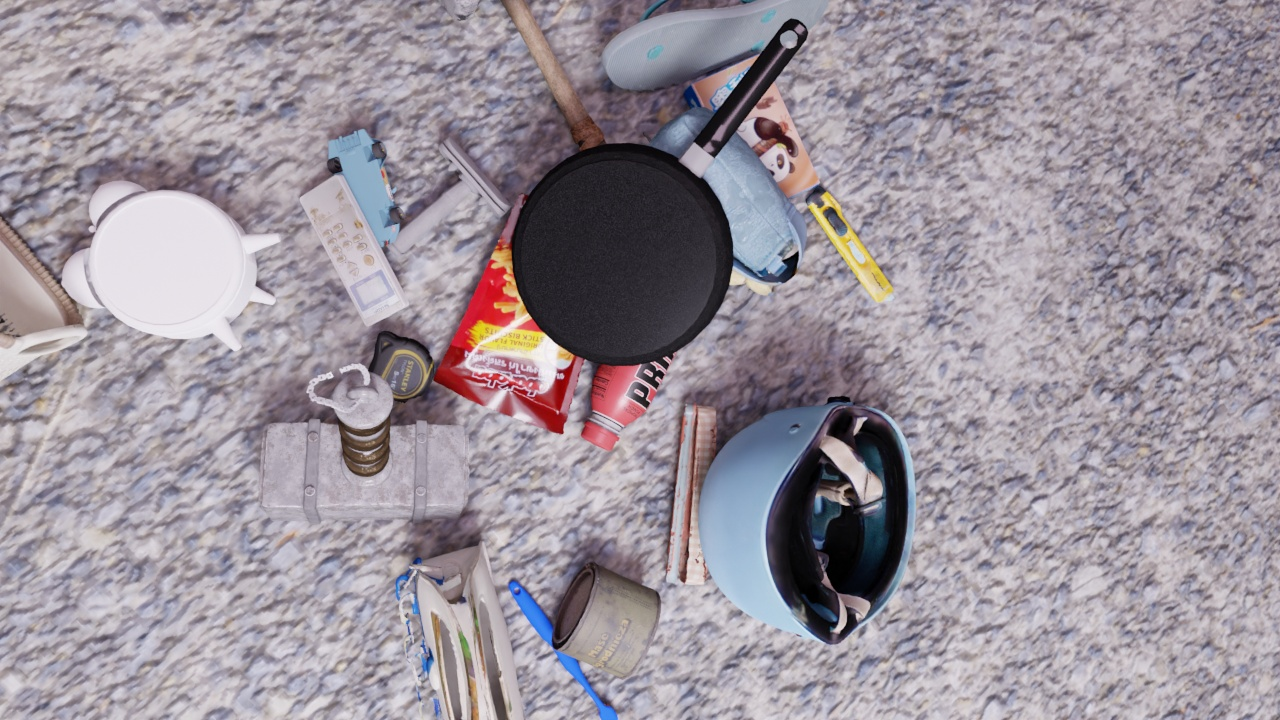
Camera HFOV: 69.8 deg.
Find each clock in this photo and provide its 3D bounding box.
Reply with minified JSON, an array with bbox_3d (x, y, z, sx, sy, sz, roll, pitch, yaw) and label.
[{"bbox_3d":[-0.410,-0.083,0.811,0.161,0.073,0.125,19,84,-7],"label":"clock"}]

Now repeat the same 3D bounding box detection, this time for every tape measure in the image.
[{"bbox_3d":[-0.227,0.008,0.869,0.061,0.034,0.062,20,96,-10],"label":"tape measure"}]

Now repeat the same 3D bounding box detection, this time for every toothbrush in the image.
[{"bbox_3d":[-0.077,0.293,0.915,0.016,0.018,0.182,-36,95,-13],"label":"toothbrush"}]

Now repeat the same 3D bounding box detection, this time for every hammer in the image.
[{"bbox_3d":[-0.216,0.064,0.724,0.176,0.327,0.079,2,71,-15],"label":"hammer"},{"bbox_3d":[-0.073,-0.263,0.913,0.121,0.049,0.319,-32,98,-16],"label":"hammer"}]

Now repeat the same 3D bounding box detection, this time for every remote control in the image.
[{"bbox_3d":[-0.268,-0.102,0.858,0.050,0.011,0.136,-24,96,23],"label":"remote control"}]

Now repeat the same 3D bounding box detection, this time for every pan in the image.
[{"bbox_3d":[0.028,-0.150,0.815,0.204,0.044,0.356,38,104,-3],"label":"pan"}]

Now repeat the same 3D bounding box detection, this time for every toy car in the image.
[{"bbox_3d":[-0.254,-0.159,0.863,0.060,0.027,0.108,-13,97,20],"label":"toy car"}]

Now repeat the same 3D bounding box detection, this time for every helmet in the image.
[{"bbox_3d":[0.162,0.145,0.894,0.265,0.167,0.225,-2,94,-44],"label":"helmet"}]

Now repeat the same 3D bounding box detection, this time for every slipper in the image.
[{"bbox_3d":[0.070,-0.339,0.938,0.268,0.098,0.054,-21,70,-22],"label":"slipper"}]

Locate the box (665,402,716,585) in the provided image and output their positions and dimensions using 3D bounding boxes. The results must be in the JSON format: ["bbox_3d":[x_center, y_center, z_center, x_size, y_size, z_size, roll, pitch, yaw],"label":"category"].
[{"bbox_3d":[0.057,0.136,0.936,0.059,0.056,0.186,8,86,-56],"label":"box"}]

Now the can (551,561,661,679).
[{"bbox_3d":[-0.034,0.250,0.886,0.074,0.090,0.089,28,82,-13],"label":"can"}]

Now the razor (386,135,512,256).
[{"bbox_3d":[-0.196,-0.143,0.880,0.116,0.047,0.088,-42,99,-4],"label":"razor"}]

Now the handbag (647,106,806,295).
[{"bbox_3d":[0.078,-0.146,0.892,0.119,0.121,0.192,-41,98,23],"label":"handbag"}]

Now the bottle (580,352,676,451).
[{"bbox_3d":[-0.005,0.005,0.914,0.062,0.062,0.176,29,82,-13],"label":"bottle"}]

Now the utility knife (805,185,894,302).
[{"bbox_3d":[0.232,-0.125,1.006,0.030,0.017,0.151,-38,101,-4],"label":"utility knife"}]

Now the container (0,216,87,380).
[{"bbox_3d":[-0.576,-0.074,0.709,0.143,0.184,0.246,-38,98,-3],"label":"container"}]

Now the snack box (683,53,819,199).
[{"bbox_3d":[0.117,-0.234,0.966,0.087,0.034,0.151,-27,95,-13],"label":"snack box"}]

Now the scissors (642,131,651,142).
[{"bbox_3d":[0.058,-0.166,0.952,0.175,0.014,0.141,38,64,-20],"label":"scissors"}]

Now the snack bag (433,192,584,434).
[{"bbox_3d":[-0.103,-0.046,0.905,0.139,0.067,0.208,22,93,-19],"label":"snack bag"}]

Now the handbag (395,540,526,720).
[{"bbox_3d":[-0.157,0.266,0.799,0.093,0.200,0.200,-13,89,-11],"label":"handbag"}]
